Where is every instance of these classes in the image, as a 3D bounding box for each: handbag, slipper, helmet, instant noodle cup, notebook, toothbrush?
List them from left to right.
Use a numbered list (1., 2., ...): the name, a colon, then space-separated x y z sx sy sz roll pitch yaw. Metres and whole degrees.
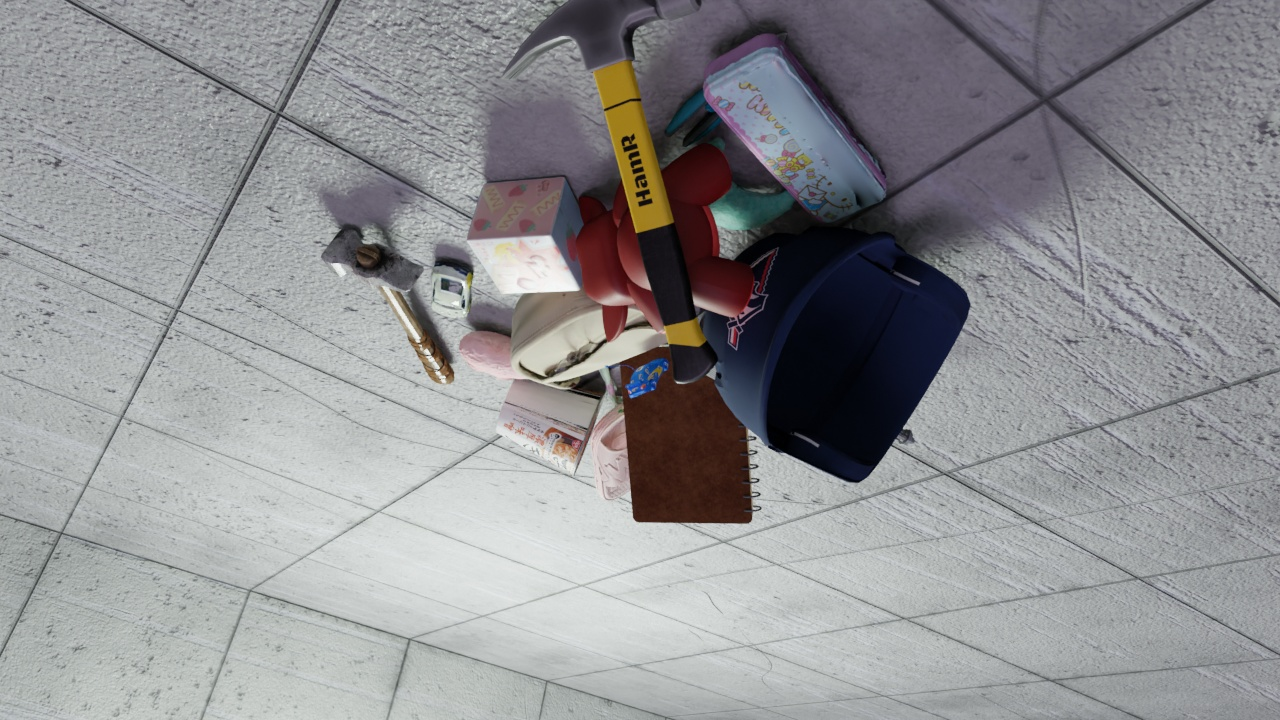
1. instant noodle cup: -0.127 0.081 1.271 0.122 0.123 0.124 21 149 1
2. handbag: -0.056 -0.019 1.061 0.230 0.131 0.184 -17 149 33
3. toothbrush: -0.045 0.019 1.231 0.022 0.015 0.155 29 157 27
4. slipper: -0.019 0.144 1.322 0.094 0.064 0.240 -24 148 -23
5. notebook: 0.063 0.092 1.153 0.168 0.225 0.024 -3 -174 20
6. helmet: 0.166 -0.025 0.885 0.223 0.232 0.272 32 -177 19

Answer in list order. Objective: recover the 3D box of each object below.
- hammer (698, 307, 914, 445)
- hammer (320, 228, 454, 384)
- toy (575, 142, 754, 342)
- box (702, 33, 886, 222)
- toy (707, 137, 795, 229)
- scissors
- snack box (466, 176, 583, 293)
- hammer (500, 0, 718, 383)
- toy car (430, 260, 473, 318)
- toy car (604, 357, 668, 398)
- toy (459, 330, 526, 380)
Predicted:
1. hammer: 0.200 0.028 1.067 0.322 0.098 0.044 28 145 -20
2. hammer: -0.289 -0.048 1.153 0.121 0.048 0.319 23 157 15
3. toy: 0.010 -0.104 0.863 0.120 0.158 0.198 -15 -178 -32
4. box: 0.138 -0.191 0.791 0.076 0.033 0.214 -19 144 33
5. toy: 0.089 -0.161 0.876 0.105 0.033 0.085 28 142 -16
6. scissors: 0.078 -0.227 0.786 0.136 0.019 0.138 -4 145 17
7. snack box: -0.112 -0.127 0.948 0.095 0.079 0.093 -1 148 17
8. hammer: 0.000 -0.136 0.745 0.170 0.034 0.324 -12 101 22
9. toy car: -0.229 -0.080 1.107 0.048 0.033 0.106 12 150 -6
10. toy car: -0.006 0.007 1.069 0.033 0.091 0.062 -23 110 34
11. toy: -0.189 -0.001 1.210 0.108 0.053 0.105 20 159 -16
